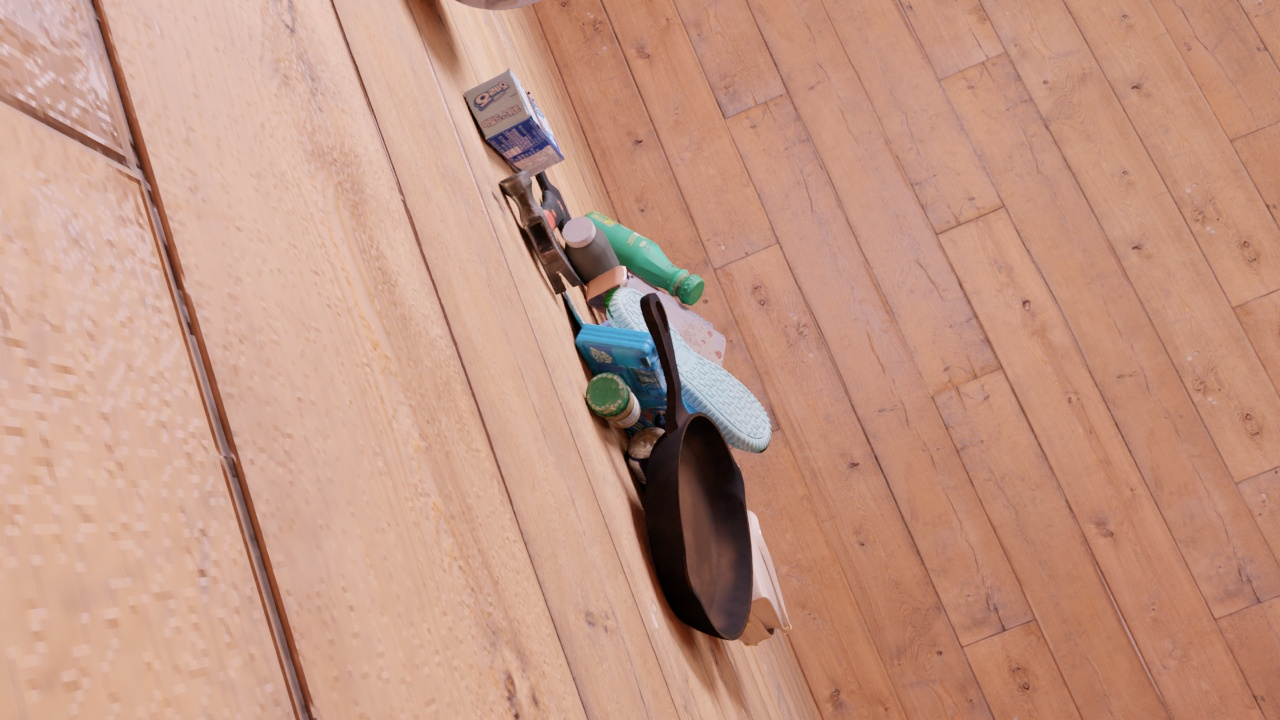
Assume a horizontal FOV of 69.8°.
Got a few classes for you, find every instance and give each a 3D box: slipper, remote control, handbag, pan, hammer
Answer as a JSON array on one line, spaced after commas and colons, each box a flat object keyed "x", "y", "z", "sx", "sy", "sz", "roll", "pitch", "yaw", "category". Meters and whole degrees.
[{"x": 0.049, "y": 0.022, "z": 1.132, "sx": 0.276, "sy": 0.070, "sz": 0.115, "roll": 45, "pitch": 29, "yaw": -4, "category": "slipper"}, {"x": -0.130, "y": -0.248, "z": 1.287, "sx": 0.045, "sy": 0.021, "sz": 0.140, "roll": -101, "pitch": 166, "yaw": -78, "category": "remote control"}, {"x": 0.125, "y": 0.258, "z": 1.141, "sx": 0.198, "sy": 0.101, "sz": 0.194, "roll": 50, "pitch": 19, "yaw": -49, "category": "handbag"}, {"x": 0.043, "y": 0.107, "z": 0.922, "sx": 0.248, "sy": 0.043, "sz": 0.356, "roll": -42, "pitch": 118, "yaw": -67, "category": "pan"}, {"x": -0.108, "y": -0.165, "z": 1.073, "sx": 0.332, "sy": 0.033, "sz": 0.133, "roll": -100, "pitch": 165, "yaw": -75, "category": "hammer"}]

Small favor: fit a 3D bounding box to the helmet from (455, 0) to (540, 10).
[{"x": -0.158, "y": -0.460, "z": 0.913, "sx": 0.224, "sy": 0.184, "sz": 0.282, "roll": 57, "pitch": 2, "yaw": -36, "category": "helmet"}]

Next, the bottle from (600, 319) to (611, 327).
[{"x": -0.007, "y": 0.007, "z": 1.171, "sx": 0.131, "sy": 0.048, "sz": 0.048, "roll": 57, "pitch": 7, "yaw": -15, "category": "bottle"}]

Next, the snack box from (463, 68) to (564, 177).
[{"x": -0.135, "y": -0.257, "z": 1.021, "sx": 0.059, "sy": 0.059, "sz": 0.226, "roll": 63, "pitch": 4, "yaw": 2, "category": "snack box"}]

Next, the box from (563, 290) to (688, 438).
[{"x": -0.017, "y": 0.035, "z": 1.061, "sx": 0.174, "sy": 0.063, "sz": 0.244, "roll": 32, "pitch": -21, "yaw": 39, "category": "box"}]

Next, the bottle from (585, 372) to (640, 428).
[{"x": -0.025, "y": 0.043, "z": 0.926, "sx": 0.110, "sy": 0.043, "sz": 0.042, "roll": 55, "pitch": 13, "yaw": -74, "category": "bottle"}]

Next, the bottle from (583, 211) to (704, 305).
[{"x": -0.002, "y": -0.146, "z": 1.343, "sx": 0.210, "sy": 0.068, "sz": 0.068, "roll": 32, "pitch": -11, "yaw": 22, "category": "bottle"}]

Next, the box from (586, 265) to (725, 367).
[{"x": 0.020, "y": -0.050, "z": 1.290, "sx": 0.216, "sy": 0.108, "sz": 0.094, "roll": 29, "pitch": 74, "yaw": -41, "category": "box"}]

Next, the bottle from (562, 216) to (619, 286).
[{"x": -0.068, "y": -0.146, "z": 1.255, "sx": 0.108, "sy": 0.060, "sz": 0.060, "roll": 61, "pitch": 7, "yaw": -56, "category": "bottle"}]

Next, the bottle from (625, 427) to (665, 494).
[{"x": 0.034, "y": 0.146, "z": 1.026, "sx": 0.056, "sy": 0.056, "sz": 0.161, "roll": -106, "pitch": 173, "yaw": -56, "category": "bottle"}]
